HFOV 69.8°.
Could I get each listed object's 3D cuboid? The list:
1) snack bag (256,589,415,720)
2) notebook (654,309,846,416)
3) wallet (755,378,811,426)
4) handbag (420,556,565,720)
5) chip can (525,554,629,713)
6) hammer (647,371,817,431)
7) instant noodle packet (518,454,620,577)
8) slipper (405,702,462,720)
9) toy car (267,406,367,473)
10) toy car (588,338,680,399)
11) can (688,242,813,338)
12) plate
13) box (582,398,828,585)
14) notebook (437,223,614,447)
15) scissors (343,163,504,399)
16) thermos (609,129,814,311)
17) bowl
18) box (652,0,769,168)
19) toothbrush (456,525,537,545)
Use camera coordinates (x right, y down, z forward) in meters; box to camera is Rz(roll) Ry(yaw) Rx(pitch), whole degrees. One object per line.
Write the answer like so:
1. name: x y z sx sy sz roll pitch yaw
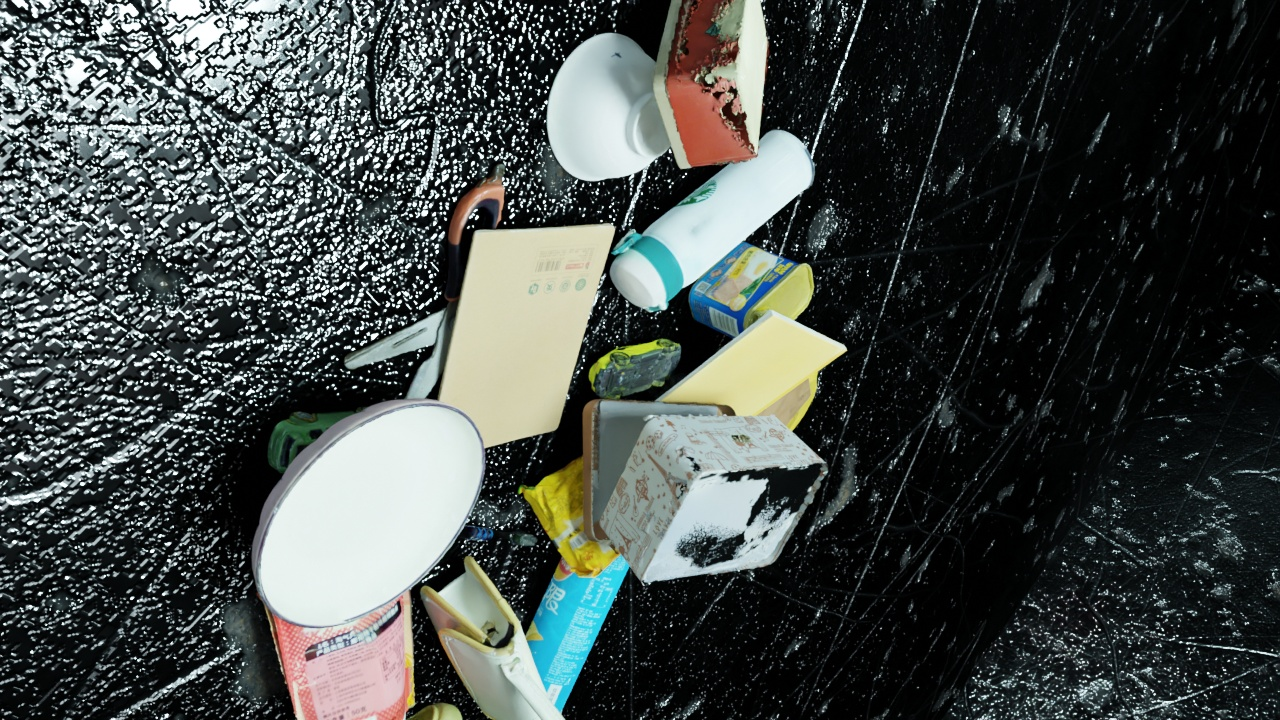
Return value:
1. snack bag: -0.238 0.235 0.755 0.128 0.073 0.208 -27 124 -45
2. notebook: 0.095 0.030 0.937 0.207 0.010 0.145 -39 145 27
3. wallet: 0.158 0.042 1.055 0.115 0.020 0.101 -45 141 -24
4. handbag: -0.120 0.282 0.820 0.063 0.179 0.163 -33 137 -23
5. chip can: -0.072 0.262 0.948 0.071 0.071 0.210 15 102 -51
6. hammer: 0.114 0.036 1.043 0.300 0.033 0.129 6 108 -50
7. instant noodle packet: -0.040 0.138 0.885 0.128 0.110 0.044 -30 170 -35
8. slipper: -0.250 0.366 0.820 0.190 0.092 0.081 -39 100 -14
9. toy car: -0.226 0.061 0.675 0.091 0.036 0.043 -7 117 -51
10. toy car: -0.005 0.005 0.885 0.105 0.032 0.048 -15 132 -39
11. can: 0.111 -0.067 0.931 0.102 0.083 0.057 -42 138 -22
12. plate: -0.200 0.106 0.675 0.191 0.039 0.193 -36 143 -33
13. box: 0.042 0.105 0.858 0.181 0.166 0.150 3 123 -41
14. notebook: -0.100 -0.015 0.766 0.147 0.008 0.208 -12 129 -46
15. scissors: -0.133 -0.045 0.728 0.188 0.015 0.225 11 106 -51
16. thermos: 0.065 -0.132 0.854 0.223 0.073 0.073 -40 138 -23
17. bowl: -0.009 -0.193 0.729 0.118 0.065 0.118 -26 130 -35
18. box: 0.067 -0.235 0.711 0.091 0.078 0.168 65 27 -47
19. toothbrush: -0.149 0.155 0.822 0.189 0.016 0.014 27 83 -59
